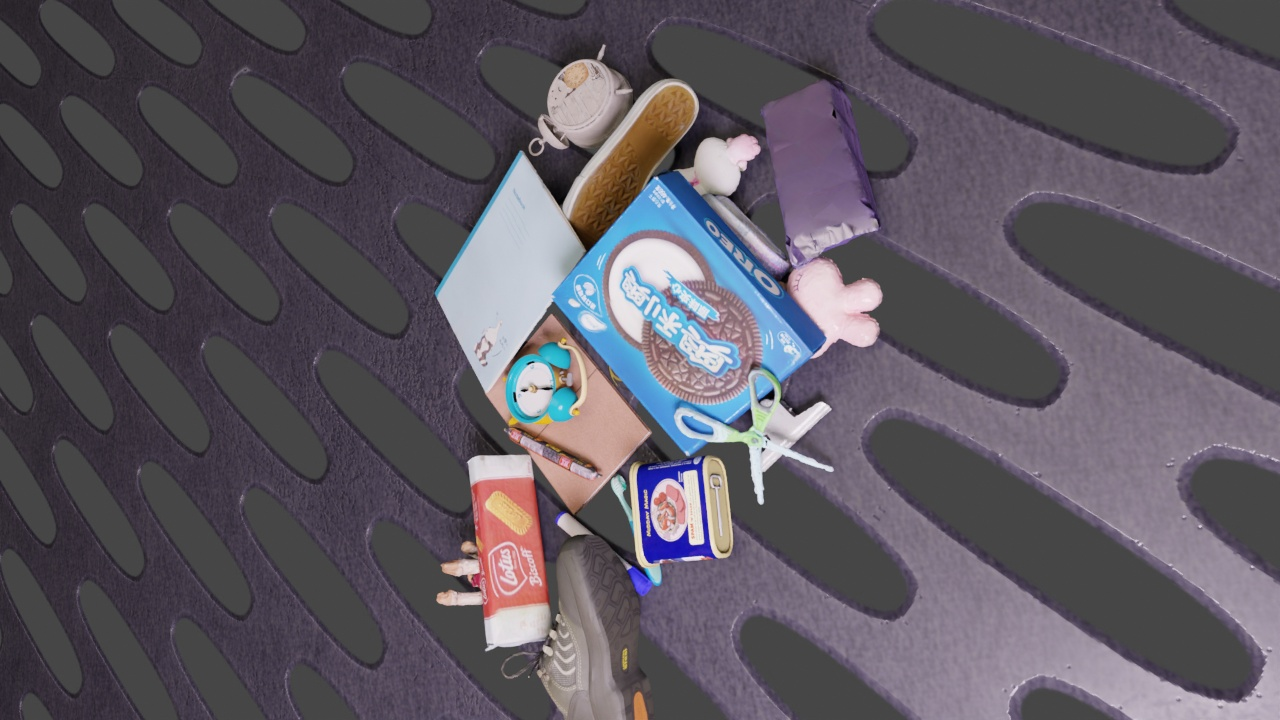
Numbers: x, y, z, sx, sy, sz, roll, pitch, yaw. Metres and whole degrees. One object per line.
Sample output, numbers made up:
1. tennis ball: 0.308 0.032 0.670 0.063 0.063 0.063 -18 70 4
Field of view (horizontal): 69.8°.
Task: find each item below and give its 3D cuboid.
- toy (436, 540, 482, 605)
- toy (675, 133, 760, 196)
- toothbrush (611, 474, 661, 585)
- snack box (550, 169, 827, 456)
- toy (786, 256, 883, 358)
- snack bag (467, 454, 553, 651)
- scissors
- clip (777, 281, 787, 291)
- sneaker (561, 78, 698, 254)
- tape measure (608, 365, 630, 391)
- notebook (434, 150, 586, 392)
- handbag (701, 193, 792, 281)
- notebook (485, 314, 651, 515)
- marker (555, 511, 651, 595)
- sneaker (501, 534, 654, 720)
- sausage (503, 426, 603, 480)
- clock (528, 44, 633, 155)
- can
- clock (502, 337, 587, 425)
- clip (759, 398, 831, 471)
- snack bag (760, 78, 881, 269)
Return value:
1. toy: -0.188 0.278 1.116 0.106 0.074 0.085 25 120 10
2. toy: 0.082 -0.215 1.049 0.123 0.038 0.079 -31 55 23
3. toothbrush: -0.004 0.191 1.044 0.017 0.022 0.135 -48 58 43
4. snack box: 0.044 -0.047 0.961 0.239 0.056 0.196 49 124 4
5. toy: 0.196 -0.052 0.947 0.105 0.053 0.108 7 88 25
6. snack bag: -0.155 0.222 1.088 0.041 0.077 0.225 -42 54 55
7. scissors: 0.113 0.079 0.942 0.172 0.023 0.172 1 120 11
8. clip: 0.145 -0.060 0.990 0.058 0.052 0.026 -43 62 -12
9. sneaker: -0.023 -0.237 1.095 0.236 0.087 0.079 -54 29 17
10. tape measure: -0.006 0.006 1.067 0.061 0.034 0.061 -33 58 18
11. notebook: -0.172 -0.108 1.154 0.254 0.009 0.181 -51 57 32
12. handbag: 0.073 -0.090 1.020 0.126 0.069 0.159 46 108 10
13. notebook: -0.094 0.063 1.125 0.141 0.008 0.209 -49 62 15
14. marker: -0.044 0.221 1.063 0.141 0.020 0.020 34 99 30
15. sneaker: -0.075 0.312 1.017 0.143 0.100 0.238 -12 89 28
16. sausage: -0.107 0.112 1.106 0.155 0.020 0.020 23 94 31
17. clock: -0.084 -0.312 1.148 0.157 0.061 0.103 -36 66 19
18. can: 0.045 0.163 0.999 0.092 0.056 0.116 -12 76 27
19. clock: -0.116 0.031 1.113 0.130 0.043 0.099 -21 72 34
20. clip: 0.145 0.066 0.967 0.102 0.045 0.055 -46 75 15
21. snack bag: 0.182 -0.200 0.955 0.096 0.058 0.205 -20 59 25
